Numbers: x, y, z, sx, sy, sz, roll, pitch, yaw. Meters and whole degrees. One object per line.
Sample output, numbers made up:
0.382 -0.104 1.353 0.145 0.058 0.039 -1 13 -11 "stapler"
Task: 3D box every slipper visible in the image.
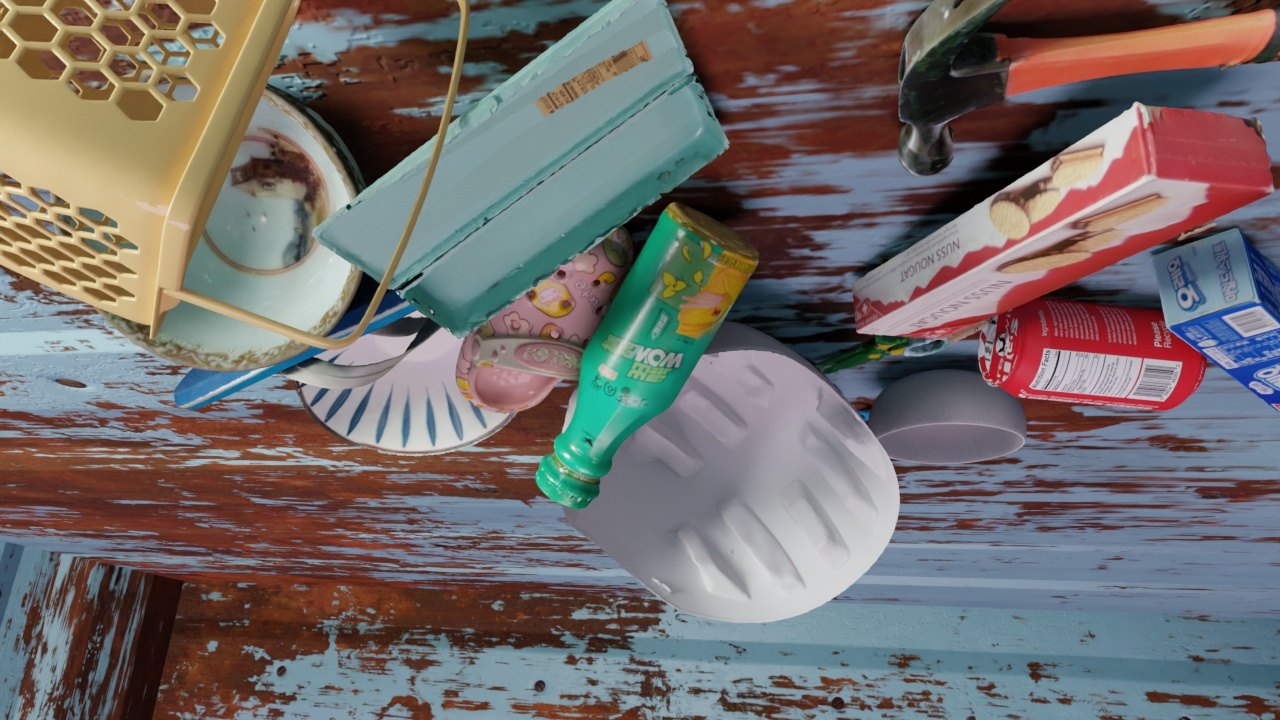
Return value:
-0.072 -0.016 0.636 0.093 0.081 0.198 13 133 -26 "slipper"
-0.175 -0.022 0.584 0.295 0.118 0.060 -23 113 21 "slipper"

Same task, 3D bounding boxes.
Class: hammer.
0.284 -0.143 0.395 0.333 0.033 0.133 -3 157 14 "hammer"

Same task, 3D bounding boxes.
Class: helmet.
0.073 0.087 0.738 0.282 0.183 0.225 38 113 -4 "helmet"

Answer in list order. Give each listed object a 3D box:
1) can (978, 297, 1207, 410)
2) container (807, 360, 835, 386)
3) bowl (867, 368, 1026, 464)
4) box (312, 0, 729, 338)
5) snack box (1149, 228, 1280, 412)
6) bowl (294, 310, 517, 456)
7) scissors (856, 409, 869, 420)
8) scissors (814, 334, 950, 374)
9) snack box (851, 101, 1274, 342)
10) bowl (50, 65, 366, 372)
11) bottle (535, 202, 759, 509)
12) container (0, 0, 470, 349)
0.332 -0.005 0.677 0.142 0.074 0.074 5 159 -5 "can"
0.146 0.048 0.864 0.063 0.061 0.114 -8 156 27 "container"
0.275 0.046 0.832 0.132 0.064 0.132 3 159 1 "bowl"
-0.051 -0.090 0.451 0.187 0.033 0.136 -35 151 4 "box"
0.435 -0.021 0.644 0.226 0.059 0.059 20 150 -37 "snack box"
-0.179 -0.006 0.730 0.177 0.070 0.178 -6 136 -6 "bowl"
0.188 0.069 0.978 0.134 0.015 0.104 -6 158 26 "scissors"
0.204 -0.007 0.784 0.070 0.014 0.131 16 155 -28 "scissors"
0.222 -0.064 0.541 0.076 0.044 0.273 3 166 -15 "snack box"
-0.220 -0.083 0.510 0.160 0.160 0.093 4 -161 -1 "bowl"
-0.004 0.003 0.596 0.068 0.068 0.210 19 111 -34 "bottle"
-0.158 -0.106 0.348 0.167 0.183 0.129 21 154 -22 "container"
